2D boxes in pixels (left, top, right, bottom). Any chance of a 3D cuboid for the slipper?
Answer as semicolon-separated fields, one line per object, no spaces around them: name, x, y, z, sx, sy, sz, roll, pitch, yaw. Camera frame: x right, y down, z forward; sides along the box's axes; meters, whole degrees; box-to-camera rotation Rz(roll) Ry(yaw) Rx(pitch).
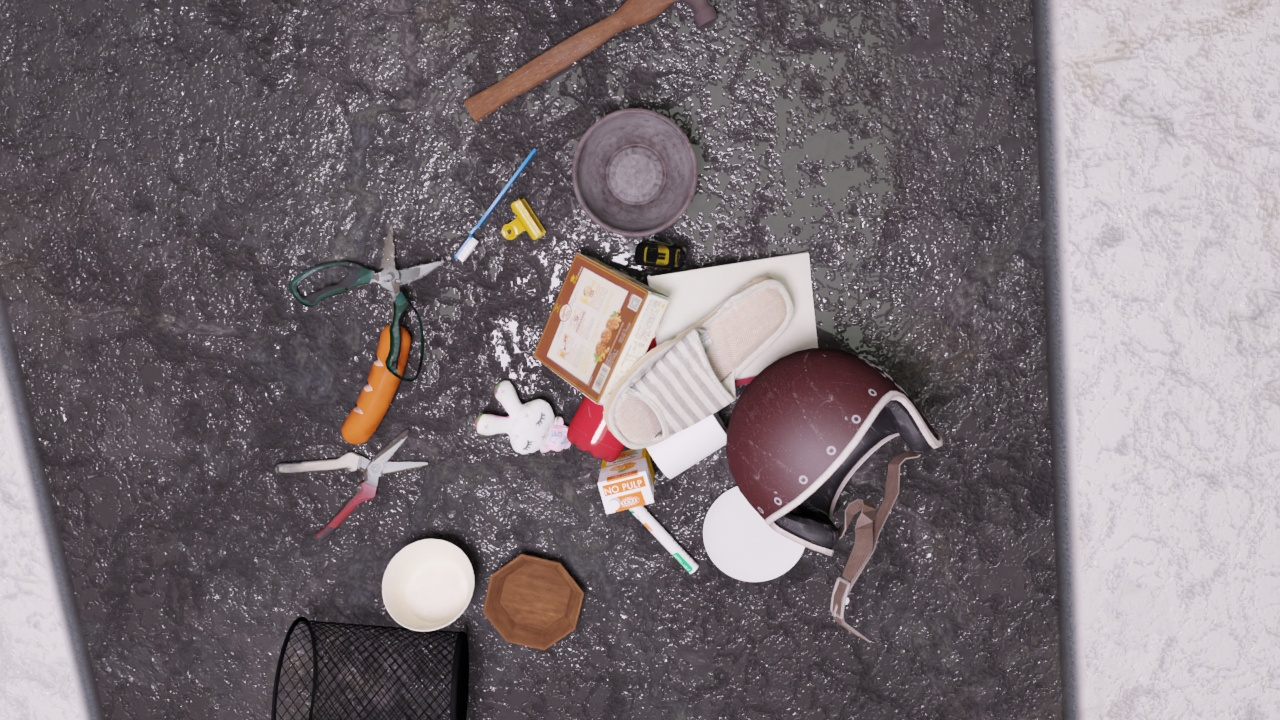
slipper;0.076;0.003;1.065;0.272;0.054;0.114;-38;125;-14

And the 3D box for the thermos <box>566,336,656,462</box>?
thermos;-0.007;0.007;1.127;0.073;0.073;0.240;28;94;-4

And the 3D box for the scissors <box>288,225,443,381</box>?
scissors;-0.329;-0.061;1.126;0.202;0.015;0.204;-15;78;8

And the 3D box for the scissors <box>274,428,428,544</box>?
scissors;-0.383;0.154;1.191;0.179;0.015;0.199;25;99;-3

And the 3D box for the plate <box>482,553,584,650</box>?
plate;-0.140;0.313;1.208;0.131;0.025;0.131;0;100;1

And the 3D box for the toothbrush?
toothbrush;-0.175;-0.189;1.124;0.014;0.016;0.167;38;98;-5

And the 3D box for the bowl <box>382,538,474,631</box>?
bowl;-0.266;0.292;1.173;0.115;0.063;0.115;0;65;-1

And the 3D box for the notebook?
notebook;0.117;-0.043;1.114;0.208;0.012;0.153;-10;100;-15

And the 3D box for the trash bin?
trash bin;-0.331;0.419;1.162;0.210;0.184;0.184;1;100;-5

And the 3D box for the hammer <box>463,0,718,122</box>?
hammer;-0.065;-0.378;1.081;0.323;0.033;0.115;-29;100;7

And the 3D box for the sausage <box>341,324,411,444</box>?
sausage;-0.330;0.033;1.156;0.044;0.039;0.164;24;100;-6

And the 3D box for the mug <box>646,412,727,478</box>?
mug;0.047;0.077;1.145;0.090;0.074;0.110;-33;72;7

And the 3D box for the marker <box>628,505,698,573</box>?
marker;0.021;0.220;1.192;0.017;0.017;0.145;-42;97;8

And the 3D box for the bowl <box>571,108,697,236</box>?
bowl;-0.007;-0.221;1.088;0.145;0.067;0.145;0;100;1

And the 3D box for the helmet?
helmet;0.219;0.115;1.059;0.253;0.233;0.234;38;105;-10

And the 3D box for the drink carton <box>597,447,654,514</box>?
drink carton;-0.016;0.146;1.126;0.058;0.122;0.040;-15;99;4

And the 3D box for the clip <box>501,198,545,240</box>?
clip;-0.146;-0.168;1.127;0.046;0.048;0.054;-40;100;-35

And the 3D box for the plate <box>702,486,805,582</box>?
plate;0.149;0.222;1.191;0.134;0.011;0.134;0;100;1

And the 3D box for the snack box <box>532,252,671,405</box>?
snack box;-0.050;-0.038;1.091;0.041;0.147;0.143;15;103;-45

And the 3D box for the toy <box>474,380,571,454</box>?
toy;-0.143;0.080;1.161;0.122;0.038;0.079;24;93;-5

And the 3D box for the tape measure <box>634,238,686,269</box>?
tape measure;0.024;-0.128;1.107;0.061;0.061;0.034;6;96;1
